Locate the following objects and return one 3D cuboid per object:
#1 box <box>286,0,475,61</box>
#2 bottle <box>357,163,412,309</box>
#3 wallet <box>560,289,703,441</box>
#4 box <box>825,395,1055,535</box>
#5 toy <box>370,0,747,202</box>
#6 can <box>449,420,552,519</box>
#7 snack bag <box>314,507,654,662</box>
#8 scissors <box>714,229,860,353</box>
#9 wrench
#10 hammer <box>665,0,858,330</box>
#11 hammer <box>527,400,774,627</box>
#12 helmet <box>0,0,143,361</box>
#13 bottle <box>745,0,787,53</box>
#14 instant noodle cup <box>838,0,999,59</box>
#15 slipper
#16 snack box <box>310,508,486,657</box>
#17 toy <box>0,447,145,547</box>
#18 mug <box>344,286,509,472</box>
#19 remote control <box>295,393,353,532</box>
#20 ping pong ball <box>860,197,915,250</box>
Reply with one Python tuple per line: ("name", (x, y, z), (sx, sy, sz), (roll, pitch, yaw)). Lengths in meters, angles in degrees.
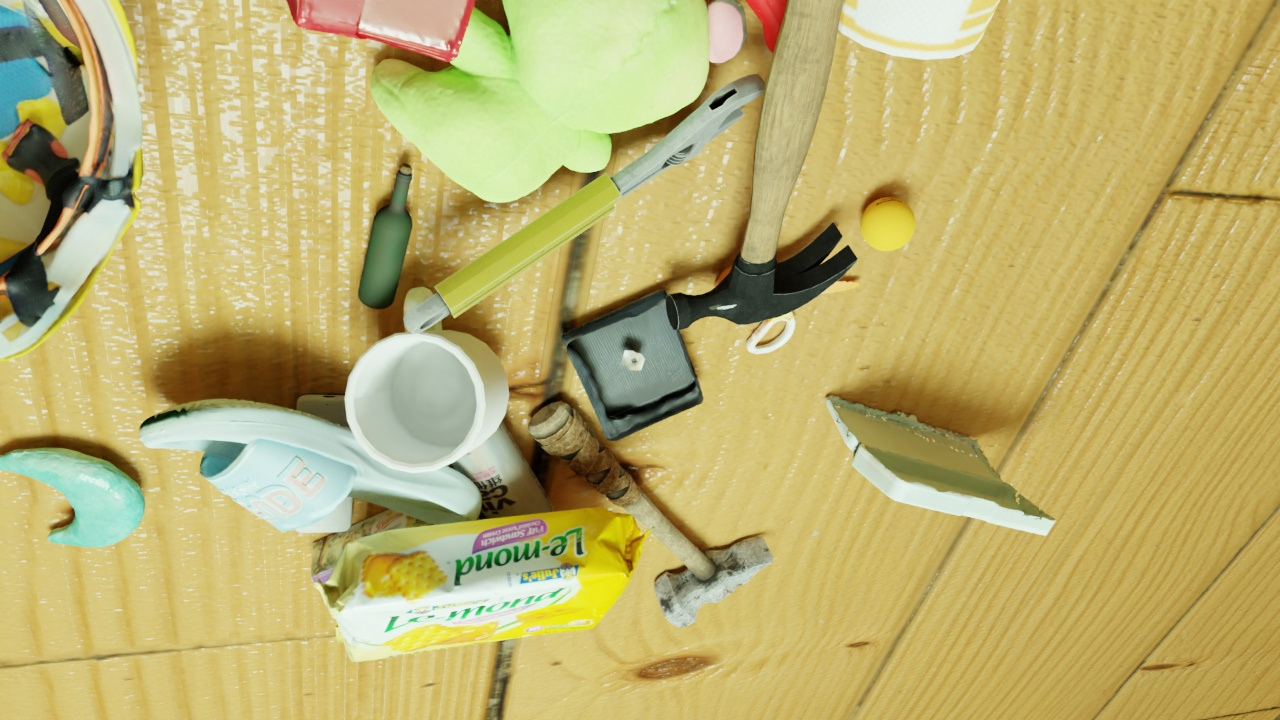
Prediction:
("box", (-0.116, -0.222, 0.414), (0.092, 0.157, 0.130), (5, 123, -30))
("bottle", (-0.165, -0.081, 0.605), (0.025, 0.025, 0.106), (8, 126, -24))
("wallet", (-0.004, 0.004, 0.727), (0.089, 0.026, 0.115), (-23, 131, -1))
("box", (0.264, 0.096, 0.820), (0.197, 0.134, 0.041), (17, 111, -29))
("toy", (-0.046, -0.167, 0.527), (0.197, 0.107, 0.150), (-32, 133, 22))
("can", (-0.119, 0.089, 0.742), (0.054, 0.054, 0.136), (-22, 132, 0))
("snack bag", (-0.122, 0.176, 0.725), (0.247, 0.068, 0.160), (-4, 149, -17))
("scissors", (0.117, -0.051, 0.733), (0.125, 0.011, 0.128), (-4, 131, -13))
("wrench", (-0.035, -0.098, 0.584), (0.273, 0.084, 0.018), (-35, 88, -7))
("hammer", (0.094, -0.135, 0.579), (0.132, 0.040, 0.306), (-13, 144, -14))
("hammer", (0.006, 0.137, 0.834), (0.121, 0.049, 0.319), (-35, 129, 8))
("helmet", (-0.344, -0.131, 0.433), (0.209, 0.139, 0.240), (25, 105, -33))
("bottle", (0.071, -0.237, 0.546), (0.036, 0.036, 0.119), (-33, 130, 9))
("instant noodle cup", (0.166, -0.250, 0.519), (0.123, 0.123, 0.121), (-8, 138, -12))
("slipper", (-0.227, 0.088, 0.656), (0.245, 0.074, 0.104), (25, 154, -33))
("snack box", (-0.187, 0.186, 0.809), (0.148, 0.040, 0.143), (-24, 132, 2))
("toy", (-0.410, 0.099, 0.672), (0.085, 0.033, 0.105), (-4, 131, -1))
("mug", (-0.145, 0.010, 0.632), (0.091, 0.090, 0.121), (-5, 92, 2))
("remote control", (-0.249, 0.084, 0.725), (0.045, 0.008, 0.147), (2, 127, -20))
("ping pong ball", (0.187, -0.103, 0.693), (0.040, 0.040, 0.040), (-9, 131, -11))
